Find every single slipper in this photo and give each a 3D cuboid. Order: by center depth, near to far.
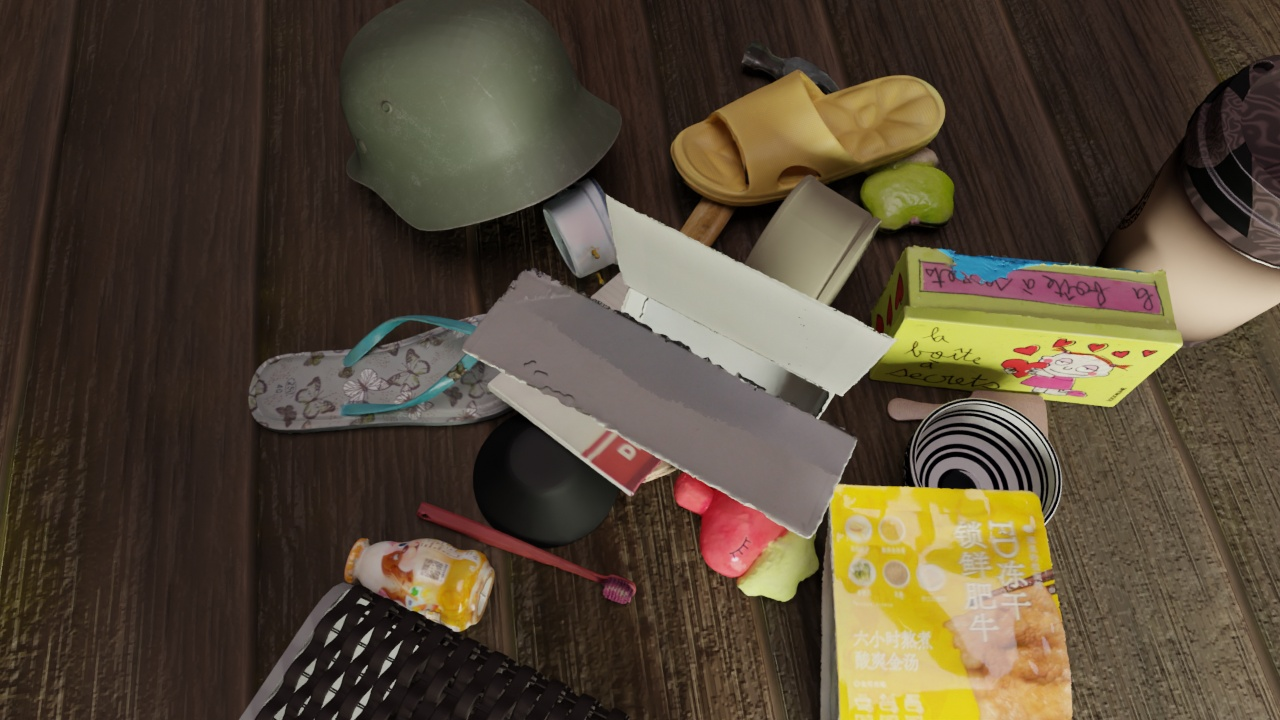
[{"bbox_3d":[-0.202,0.012,0.785,0.268,0.055,0.098,-11,69,-5],"label":"slipper"},{"bbox_3d":[0.160,-0.215,0.845,0.263,0.078,0.099,-16,69,-8],"label":"slipper"}]

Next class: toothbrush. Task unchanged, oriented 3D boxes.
[{"bbox_3d":[-0.094,0.155,0.741,0.190,0.016,0.016,20,24,7],"label":"toothbrush"}]

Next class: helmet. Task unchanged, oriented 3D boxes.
[{"bbox_3d":[-0.168,-0.244,0.818,0.268,0.154,0.226,0,43,27],"label":"helmet"}]

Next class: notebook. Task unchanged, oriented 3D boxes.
[{"bbox_3d":[-0.005,0.005,0.787,0.153,0.012,0.208,35,53,15],"label":"notebook"}]

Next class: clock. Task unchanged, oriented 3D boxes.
[{"bbox_3d":[-0.055,-0.131,0.839,0.057,0.083,0.117,-27,70,-7],"label":"clock"}]

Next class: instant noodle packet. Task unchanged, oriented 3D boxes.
[{"bbox_3d":[0.218,0.204,0.671,0.163,0.084,0.221,2,79,0],"label":"instant noodle packet"}]

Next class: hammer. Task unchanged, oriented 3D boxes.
[{"bbox_3d":[0.095,-0.177,0.883,0.132,0.033,0.329,29,64,8],"label":"hammer"}]

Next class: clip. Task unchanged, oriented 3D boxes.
[{"bbox_3d":[0.017,0.091,0.773,0.061,0.025,0.045,-36,70,-9],"label":"clip"}]

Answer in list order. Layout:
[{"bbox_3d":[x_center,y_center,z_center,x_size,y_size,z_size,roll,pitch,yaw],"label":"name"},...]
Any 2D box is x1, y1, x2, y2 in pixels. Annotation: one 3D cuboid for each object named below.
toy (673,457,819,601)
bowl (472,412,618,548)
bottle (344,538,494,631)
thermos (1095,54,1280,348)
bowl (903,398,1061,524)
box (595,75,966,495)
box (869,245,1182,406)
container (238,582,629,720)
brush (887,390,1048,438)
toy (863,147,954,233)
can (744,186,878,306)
[{"bbox_3d":[0.086,0.131,0.743,0.091,0.045,0.135,-37,78,-19],"label":"toy"},{"bbox_3d":[-0.079,0.087,0.754,0.124,0.053,0.124,1,66,-2],"label":"bowl"},{"bbox_3d":[-0.171,0.168,0.709,0.109,0.063,0.063,15,66,5],"label":"bottle"},{"bbox_3d":[0.499,-0.116,0.771,0.172,0.226,0.172,1,65,-2],"label":"thermos"},{"bbox_3d":[0.271,0.099,0.753,0.120,0.066,0.120,1,65,-2],"label":"bowl"},{"bbox_3d":[0.065,-0.033,0.571,0.166,0.419,0.108,28,68,8],"label":"box"},{"bbox_3d":[0.316,-0.027,0.783,0.221,0.125,0.079,5,63,-1],"label":"box"},{"bbox_3d":[-0.115,0.306,0.552,0.244,0.248,0.245,25,67,13],"label":"container"},{"bbox_3d":[0.286,0.050,0.807,0.136,0.015,0.049,5,66,6],"label":"brush"},{"bbox_3d":[0.254,-0.177,0.892,0.092,0.043,0.117,-7,63,-2],"label":"toy"},{"bbox_3d":[0.145,-0.088,0.801,0.073,0.128,0.127,34,69,10],"label":"can"}]
